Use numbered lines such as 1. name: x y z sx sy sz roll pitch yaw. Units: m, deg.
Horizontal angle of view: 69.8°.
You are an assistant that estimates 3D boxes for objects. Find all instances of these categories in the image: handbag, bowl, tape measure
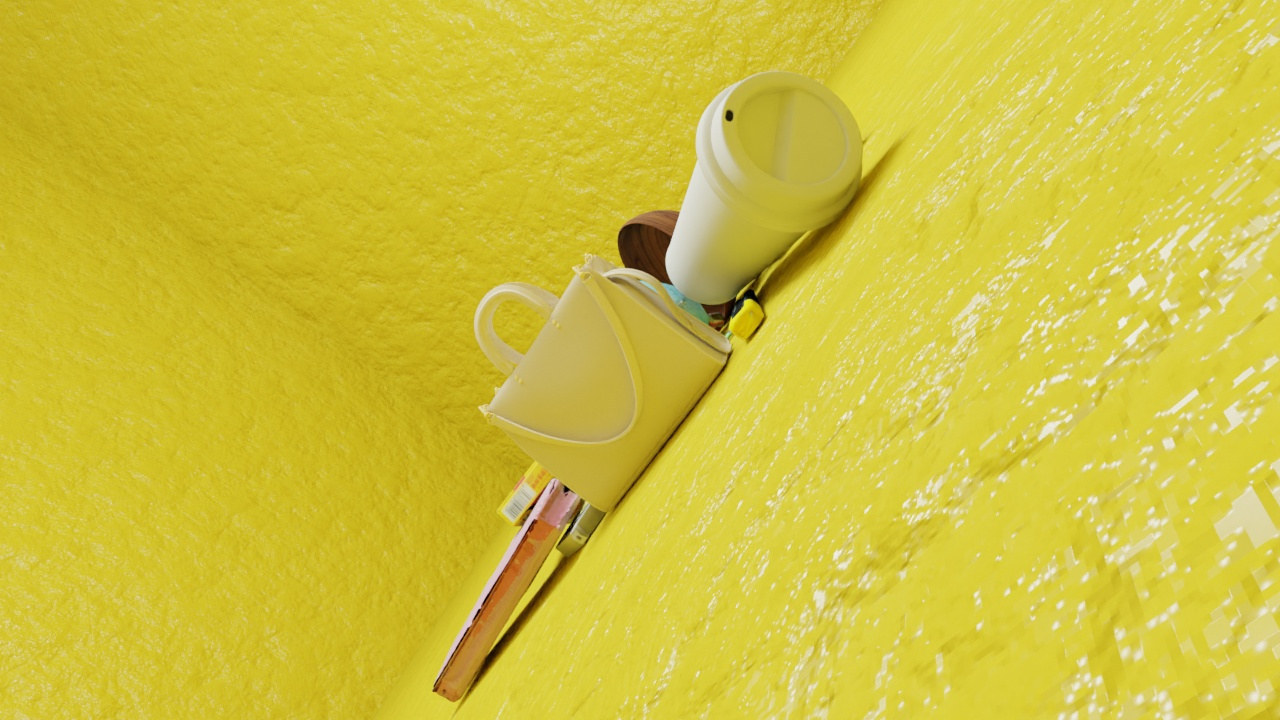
1. handbag: -0.053 0.001 0.795 0.195 0.198 0.101 -54 3 20
2. bowl: 0.053 -0.108 0.971 0.068 0.147 0.148 -46 -1 -22
3. tape measure: -0.051 0.150 0.856 0.064 0.017 0.064 -56 3 -33

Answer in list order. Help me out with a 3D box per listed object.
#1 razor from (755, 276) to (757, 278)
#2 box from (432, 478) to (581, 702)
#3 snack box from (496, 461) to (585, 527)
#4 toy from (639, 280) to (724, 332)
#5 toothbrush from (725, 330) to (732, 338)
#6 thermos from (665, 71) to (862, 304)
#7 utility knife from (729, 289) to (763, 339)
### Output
1. razor: 0.141 -0.132 1.000 0.044 0.018 0.140 -16 34 48
2. box: -0.132 0.222 0.890 0.233 0.041 0.098 -59 -2 22
3. snack box: -0.088 0.138 0.965 0.075 0.025 0.152 -52 -20 5
4. toy: -0.005 0.005 0.910 0.183 0.115 0.181 -4 -39 -45
5. toothbrush: 0.034 0.032 0.865 0.188 0.017 0.014 -52 2 21
6. thermos: 0.088 -0.129 0.776 0.131 0.131 0.222 -56 -1 -24
7. utility knife: 0.092 -0.046 0.810 0.029 0.020 0.197 -50 2 11
